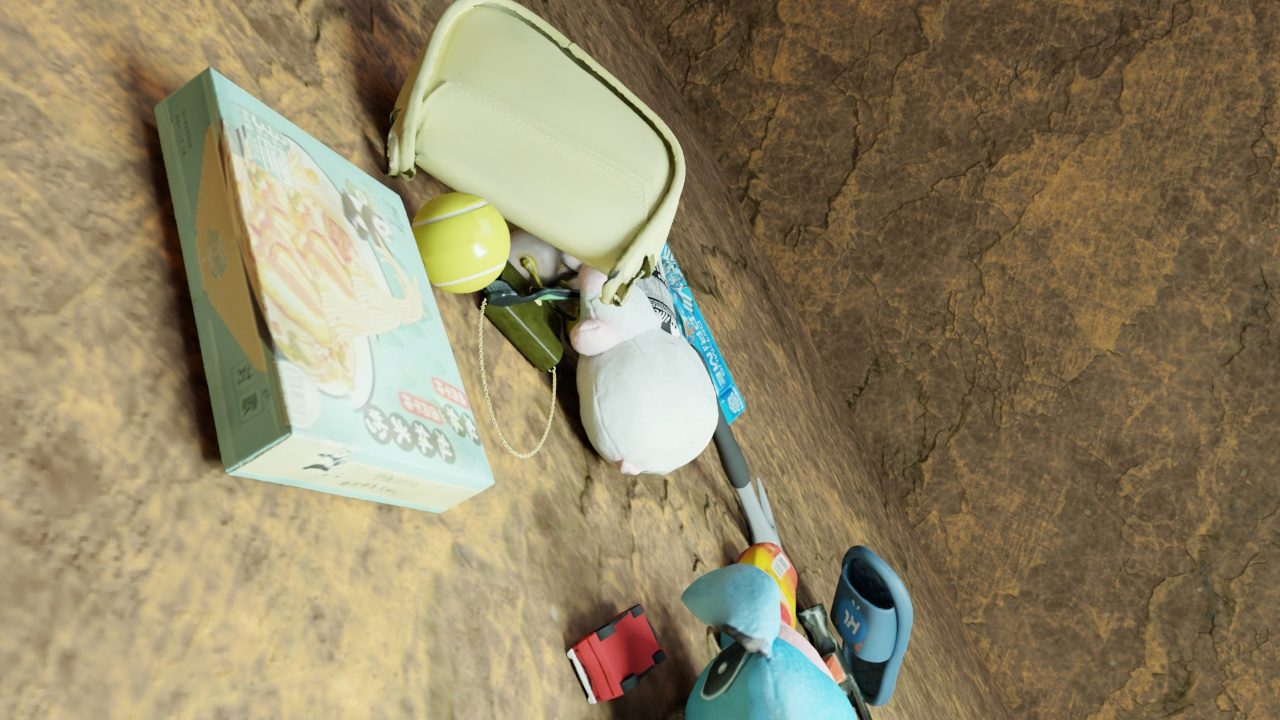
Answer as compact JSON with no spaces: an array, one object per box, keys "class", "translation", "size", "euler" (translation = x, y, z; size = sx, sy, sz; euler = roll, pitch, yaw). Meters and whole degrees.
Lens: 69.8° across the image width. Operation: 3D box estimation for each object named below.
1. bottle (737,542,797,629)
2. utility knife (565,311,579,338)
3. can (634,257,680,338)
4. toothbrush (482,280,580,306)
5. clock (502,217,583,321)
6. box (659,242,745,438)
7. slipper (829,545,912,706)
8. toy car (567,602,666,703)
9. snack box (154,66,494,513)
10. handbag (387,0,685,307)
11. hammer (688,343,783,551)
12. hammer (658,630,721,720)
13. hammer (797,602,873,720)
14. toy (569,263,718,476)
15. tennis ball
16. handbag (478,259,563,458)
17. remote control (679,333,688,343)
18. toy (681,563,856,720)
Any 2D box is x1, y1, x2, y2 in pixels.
[{"class":"bottle","translation":[0.114,0.219,0.834],"size":[0.071,0.048,0.134],"euler":[58,15,-7]},{"class":"utility knife","translation":[-0.059,-0.075,0.855],"size":[0.020,0.029,0.174],"euler":[53,17,-38]},{"class":"can","translation":[-0.009,-0.046,0.862],"size":[0.080,0.080,0.145],"euler":[49,19,-35]},{"class":"toothbrush","translation":[-0.066,-0.052,0.701],"size":[0.017,0.014,0.187],"euler":[57,22,10]},{"class":"clock","translation":[-0.081,-0.102,0.777],"size":[0.116,0.059,0.157],"euler":[35,29,-56]},{"class":"box","translation":[0.049,-0.043,1.062],"size":[0.243,0.060,0.175],"euler":[64,14,-6]},{"class":"slipper","translation":[0.240,0.289,0.995],"size":[0.104,0.059,0.214],"euler":[-130,-149,-53]},{"class":"toy car","translation":[-0.011,0.176,0.559],"size":[0.038,0.025,0.089],"euler":[63,15,11]},{"class":"snack box","translation":[-0.151,-0.027,0.444],"size":[0.141,0.044,0.193],"euler":[33,30,-62]},{"class":"handbag","translation":[-0.074,-0.155,0.692],"size":[0.233,0.089,0.190],"euler":[31,56,-3]},{"class":"hammer","translation":[0.091,0.099,0.895],"size":[0.124,0.029,0.311],"euler":[-101,169,-49]},{"class":"hammer","translation":[0.043,0.245,0.599],"size":[0.330,0.033,0.120],"euler":[22,42,-66]},{"class":"hammer","translation":[0.167,0.301,0.841],"size":[0.133,0.033,0.333],"euler":[68,12,16]},{"class":"toy","translation":[-0.004,0.004,0.728],"size":[0.138,0.102,0.179],"euler":[-21,89,-60]},{"class":"tennis ball","translation":[-0.118,-0.077,0.598],"size":[0.065,0.065,0.065],"euler":[53,17,-24]},{"class":"handbag","translation":[-0.084,0.001,0.645],"size":[0.084,0.027,0.177],"euler":[49,21,-31]},{"class":"remote control","translation":[0.033,0.007,0.925],"size":[0.050,0.022,0.133],"euler":[57,-12,3]},{"class":"toy","translation":[0.085,0.234,0.556],"size":[0.191,0.099,0.224],"euler":[39,37,-76]}]
